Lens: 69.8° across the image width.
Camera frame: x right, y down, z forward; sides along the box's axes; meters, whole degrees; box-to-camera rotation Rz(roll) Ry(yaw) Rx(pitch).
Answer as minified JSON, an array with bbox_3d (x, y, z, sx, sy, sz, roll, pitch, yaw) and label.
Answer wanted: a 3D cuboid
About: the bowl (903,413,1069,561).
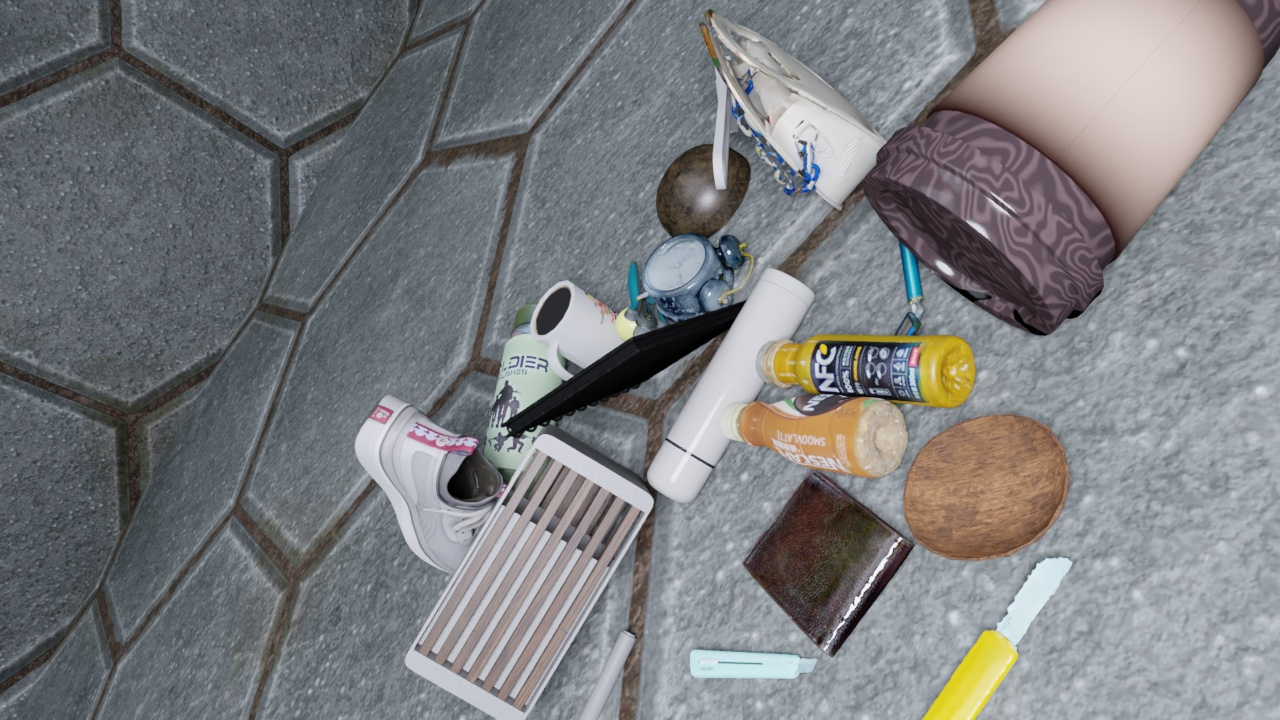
[{"bbox_3d":[0.231,0.087,0.607,0.114,0.026,0.101,-18,50,44],"label":"bowl"}]

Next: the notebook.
[{"bbox_3d":[-0.005,0.005,0.838,0.170,0.230,0.019,-33,83,33],"label":"notebook"}]

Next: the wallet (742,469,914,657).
[{"bbox_3d":[0.137,0.146,0.682,0.099,0.031,0.120,-54,31,1],"label":"wallet"}]

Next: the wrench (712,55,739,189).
[{"bbox_3d":[0.089,-0.242,0.965,0.018,0.087,0.272,-5,38,11],"label":"wrench"}]

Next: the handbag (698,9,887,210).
[{"bbox_3d":[0.123,-0.236,0.853,0.093,0.199,0.200,-48,32,22],"label":"handbag"}]

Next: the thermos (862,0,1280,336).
[{"bbox_3d":[0.288,-0.154,0.613,0.226,0.172,0.172,-48,34,3],"label":"thermos"}]

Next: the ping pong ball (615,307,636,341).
[{"bbox_3d":[-0.007,-0.039,1.002,0.040,0.040,0.040,-32,41,33],"label":"ping pong ball"}]

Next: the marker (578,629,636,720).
[{"bbox_3d":[-0.041,0.301,0.794,0.016,0.016,0.140,15,76,55],"label":"marker"}]

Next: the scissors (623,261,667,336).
[{"bbox_3d":[0.010,-0.057,0.984,0.132,0.147,0.019,49,130,22],"label":"scissors"}]

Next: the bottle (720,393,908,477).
[{"bbox_3d":[0.130,0.055,0.733,0.167,0.059,0.059,2,66,53],"label":"bottle"}]

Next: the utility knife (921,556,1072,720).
[{"bbox_3d":[0.200,0.205,0.560,0.030,0.018,0.207,38,100,51],"label":"utility knife"}]

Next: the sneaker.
[{"bbox_3d":[-0.185,0.143,0.944,0.129,0.263,0.096,13,51,24],"label":"sneaker"}]

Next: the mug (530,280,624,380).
[{"bbox_3d":[-0.069,-0.023,1.023,0.074,0.089,0.105,-20,49,43],"label":"mug"}]

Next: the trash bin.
[{"bbox_3d":[-0.097,0.186,0.832,0.229,0.114,0.114,-59,4,-1],"label":"trash bin"}]

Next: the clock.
[{"bbox_3d":[0.060,-0.085,0.938,0.130,0.052,0.090,1,60,35],"label":"clock"}]

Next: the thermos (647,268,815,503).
[{"bbox_3d":[0.079,0.025,0.828,0.224,0.052,0.052,-59,33,-2],"label":"thermos"}]

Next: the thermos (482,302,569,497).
[{"bbox_3d":[-0.127,0.039,1.065,0.083,0.082,0.230,-26,45,39],"label":"thermos"}]

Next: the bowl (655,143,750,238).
[{"bbox_3d":[0.059,-0.196,1.029,0.121,0.056,0.121,-32,41,33],"label":"bowl"}]

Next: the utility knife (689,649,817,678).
[{"bbox_3d":[0.084,0.230,0.694,0.120,0.015,0.022,-15,51,42],"label":"utility knife"}]

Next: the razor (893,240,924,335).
[{"bbox_3d":[0.221,-0.071,0.755,0.042,0.022,0.143,105,176,-54],"label":"razor"}]

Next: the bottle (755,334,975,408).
[{"bbox_3d":[0.169,0.005,0.728,0.186,0.053,0.053,4,66,53],"label":"bottle"}]
